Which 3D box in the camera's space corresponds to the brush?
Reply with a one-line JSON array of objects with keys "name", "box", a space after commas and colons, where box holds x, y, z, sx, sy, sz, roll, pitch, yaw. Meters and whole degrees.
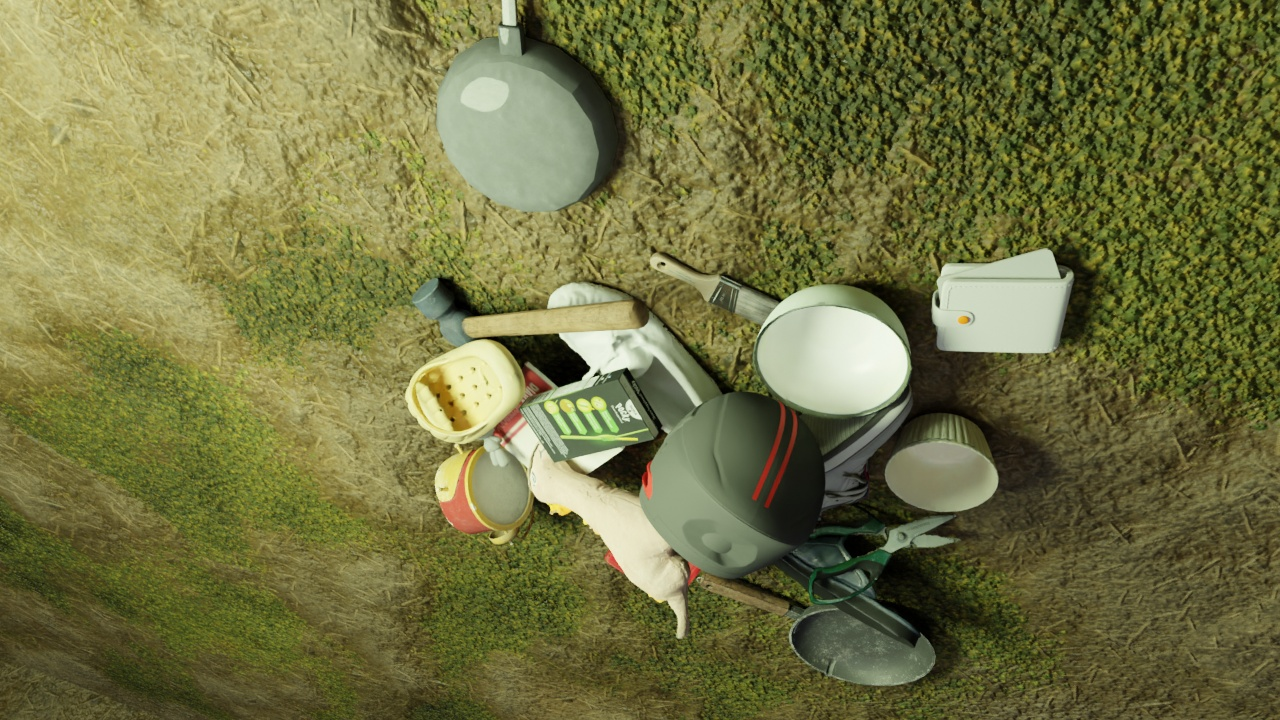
[{"name": "brush", "box": [0.079, -0.074, 0.950, 0.151, 0.012, 0.039, 25, 137, -3]}]

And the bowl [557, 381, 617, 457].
[{"name": "bowl", "box": [-0.061, 0.063, 1.104, 0.114, 0.045, 0.114, 25, 144, 19]}]

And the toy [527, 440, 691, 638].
[{"name": "toy", "box": [-0.044, 0.201, 1.079, 0.265, 0.065, 0.196, 11, 114, 45]}]

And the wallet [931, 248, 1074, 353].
[{"name": "wallet", "box": [0.335, -0.059, 0.854, 0.118, 0.037, 0.115, 2, 134, 14]}]

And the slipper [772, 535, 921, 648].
[{"name": "slipper", "box": [0.250, 0.263, 1.183, 0.265, 0.083, 0.109, 30, 168, 15]}]

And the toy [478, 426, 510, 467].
[{"name": "toy", "box": [-0.200, 0.087, 1.171, 0.049, 0.030, 0.112, 1, 121, 51]}]

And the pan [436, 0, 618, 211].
[{"name": "pan", "box": [-0.112, -0.275, 0.799, 0.179, 0.041, 0.358, 10, 136, 10]}]

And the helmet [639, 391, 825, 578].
[{"name": "helmet", "box": [0.100, 0.116, 0.926, 0.164, 0.264, 0.170, 32, 101, -4]}]

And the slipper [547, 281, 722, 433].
[{"name": "slipper", "box": [-0.006, 0.006, 1.027, 0.112, 0.074, 0.247, -39, 111, 26]}]

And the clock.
[{"name": "clock", "box": [-0.204, 0.184, 1.240, 0.081, 0.116, 0.159, -17, 132, 37]}]

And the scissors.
[{"name": "scissors", "box": [0.282, 0.203, 1.124, 0.210, 0.142, 0.015, -25, 157, 5]}]

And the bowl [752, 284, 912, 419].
[{"name": "bowl", "box": [0.194, -0.018, 0.920, 0.153, 0.072, 0.154, 10, 136, 10]}]

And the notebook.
[{"name": "notebook", "box": [-0.119, 0.089, 1.135, 0.153, 0.012, 0.209, 42, 146, -5]}]

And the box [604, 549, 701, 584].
[{"name": "box", "box": [0.035, 0.196, 1.153, 0.112, 0.134, 0.158, 22, 136, -4]}]

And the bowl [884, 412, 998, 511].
[{"name": "bowl", "box": [0.328, 0.105, 1.000, 0.115, 0.062, 0.115, 10, 136, 10]}]

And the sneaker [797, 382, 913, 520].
[{"name": "sneaker", "box": [0.227, 0.109, 1.030, 0.128, 0.096, 0.264, 23, 137, -20]}]

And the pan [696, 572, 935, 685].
[{"name": "pan", "box": [0.246, 0.370, 1.312, 0.357, 0.040, 0.208, 25, 137, -3]}]

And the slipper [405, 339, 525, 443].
[{"name": "slipper", "box": [-0.221, 0.050, 1.076, 0.111, 0.079, 0.262, 56, 143, -6]}]

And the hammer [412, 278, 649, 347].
[{"name": "hammer", "box": [-0.111, -0.040, 0.973, 0.323, 0.040, 0.129, -2, 137, 45]}]

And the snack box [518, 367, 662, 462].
[{"name": "snack box", "box": [-0.058, 0.063, 1.025, 0.148, 0.025, 0.080, -17, 114, 35]}]
